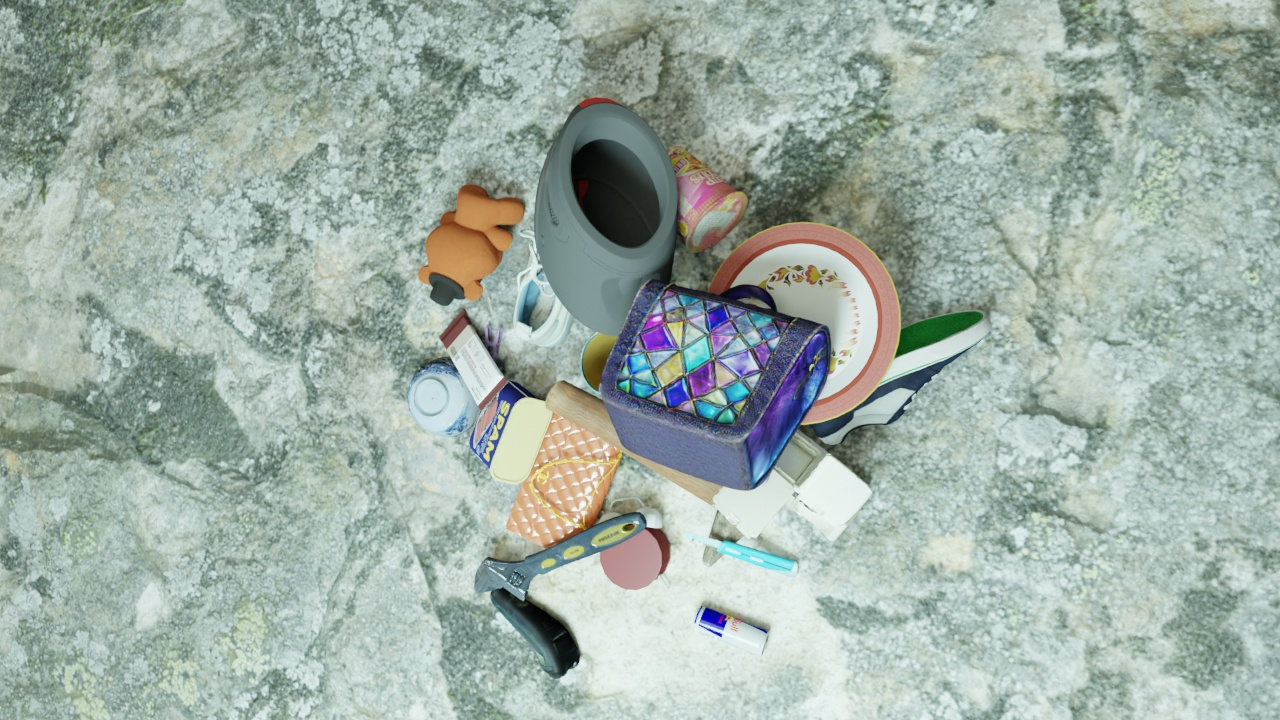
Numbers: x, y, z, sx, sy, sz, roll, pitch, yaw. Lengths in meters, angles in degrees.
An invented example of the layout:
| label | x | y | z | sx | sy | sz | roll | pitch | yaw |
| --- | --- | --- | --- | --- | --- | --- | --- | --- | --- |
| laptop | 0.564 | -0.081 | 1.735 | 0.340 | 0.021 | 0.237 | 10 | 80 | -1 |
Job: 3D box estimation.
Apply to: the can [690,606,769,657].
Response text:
| label | x | y | z | sx | sy | sz | roll | pitch | yaw |
| --- | --- | --- | --- | --- | --- | --- | --- | --- | --- |
| can | 0.111 | 0.336 | 1.141 | 0.095 | 0.032 | 0.032 | 17 | 95 | 18 |

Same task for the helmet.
| label | x | y | z | sx | sy | sz | roll | pitch | yaw |
| --- | --- | --- | --- | --- | --- | --- | --- | --- | --- |
| helmet | -0.045 | -0.157 | 1.090 | 0.164 | 0.170 | 0.264 | -11 | 83 | -22 |

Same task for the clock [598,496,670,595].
| label | x | y | z | sx | sy | sz | roll | pitch | yaw |
| --- | --- | --- | --- | --- | --- | --- | --- | --- | --- |
| clock | -0.008 | 0.238 | 1.176 | 0.087 | 0.044 | 0.124 | -12 | 86 | 18 |

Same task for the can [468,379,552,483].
| label | x | y | z | sx | sy | sz | roll | pitch | yaw |
| --- | --- | --- | --- | --- | --- | --- | --- | --- | --- |
| can | -0.174 | 0.090 | 1.205 | 0.092 | 0.056 | 0.116 | 31 | 101 | 55 |

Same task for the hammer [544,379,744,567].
| label | x | y | z | sx | sy | sz | roll | pitch | yaw |
| --- | --- | --- | --- | --- | --- | --- | --- | --- | --- |
| hammer | 0.012 | 0.119 | 1.139 | 0.301 | 0.037 | 0.158 | 31 | 99 | 3 |

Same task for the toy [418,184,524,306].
| label | x | y | z | sx | sy | sz | roll | pitch | yaw |
| --- | --- | --- | --- | --- | --- | --- | --- | --- | --- |
| toy | -0.233 | -0.156 | 1.231 | 0.112 | 0.096 | 0.175 | 23 | 68 | 17 |

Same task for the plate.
| label | x | y | z | sx | sy | sz | roll | pitch | yaw |
| --- | --- | --- | --- | --- | --- | --- | --- | --- | --- |
| plate | 0.181 | -0.042 | 1.048 | 0.230 | 0.021 | 0.229 | -1 | 89 | 25 |

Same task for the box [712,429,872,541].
| label | x | y | z | sx | sy | sz | roll | pitch | yaw |
| --- | --- | --- | --- | --- | --- | --- | --- | --- | --- |
| box | 0.185 | 0.131 | 1.021 | 0.143 | 0.192 | 0.107 | 37 | 130 | 11 |

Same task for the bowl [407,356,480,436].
| label | x | y | z | sx | sy | sz | roll | pitch | yaw |
| --- | --- | --- | --- | --- | --- | --- | --- | --- | --- |
| bowl | -0.279 | 0.051 | 1.267 | 0.114 | 0.045 | 0.114 | 0 | 89 | 18 |

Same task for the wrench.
| label | x | y | z | sx | sy | sz | roll | pitch | yaw |
| --- | --- | --- | --- | --- | --- | --- | --- | --- | --- |
| wrench | -0.107 | 0.250 | 1.178 | 0.274 | 0.022 | 0.073 | -28 | 103 | 24 |

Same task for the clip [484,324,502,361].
| label | x | y | z | sx | sy | sz | roll | pitch | yaw |
| --- | --- | --- | --- | --- | --- | --- | --- | --- | --- |
| clip | -0.202 | -0.023 | 1.261 | 0.035 | 0.013 | 0.052 | 7 | 94 | 19 |

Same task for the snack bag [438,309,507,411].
| label | x | y | z | sx | sy | sz | roll | pitch | yaw |
| --- | --- | --- | --- | --- | --- | --- | --- | --- | --- |
| snack bag | -0.227 | -0.002 | 1.240 | 0.057 | 0.013 | 0.158 | -48 | 51 | 13 |

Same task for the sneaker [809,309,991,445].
| label | x | y | z | sx | sy | sz | roll | pitch | yaw |
| --- | --- | --- | --- | --- | --- | --- | --- | --- | --- |
| sneaker | 0.302 | 0.022 | 1.065 | 0.236 | 0.084 | 0.079 | -30 | 105 | 13 |

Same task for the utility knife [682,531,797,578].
| label | x | y | z | sx | sy | sz | roll | pitch | yaw |
| --- | --- | --- | --- | --- | --- | --- | --- | --- | --- |
| utility knife | 0.121 | 0.235 | 1.117 | 0.151 | 0.015 | 0.022 | 18 | 105 | -8 |

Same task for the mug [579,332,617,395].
| label | x | y | z | sx | sy | sz | roll | pitch | yaw |
| --- | --- | --- | --- | --- | --- | --- | --- | --- | --- |
| mug | -0.007 | 0.007 | 1.147 | 0.112 | 0.104 | 0.084 | 14 | 93 | 16 |

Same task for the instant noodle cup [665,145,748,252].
| label | x | y | z | sx | sy | sz | roll | pitch | yaw |
| --- | --- | --- | --- | --- | --- | --- | --- | --- | --- |
| instant noodle cup | 0.062 | -0.206 | 1.137 | 0.098 | 0.097 | 0.108 | -45 | 69 | 13 |

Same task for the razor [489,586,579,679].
| label | x | y | z | sx | sy | sz | roll | pitch | yaw |
| --- | --- | --- | --- | --- | --- | --- | --- | --- | --- |
| razor | -0.146 | 0.361 | 1.223 | 0.151 | 0.053 | 0.067 | 36 | 119 | 21 |

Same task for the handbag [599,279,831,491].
| label | x | y | z | sx | sy | sz | roll | pitch | yaw |
| --- | --- | --- | --- | --- | --- | --- | --- | --- | --- |
| handbag | 0.084 | 0.008 | 0.999 | 0.205 | 0.125 | 0.221 | 17 | 61 | 24 |

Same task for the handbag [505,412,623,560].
| label | x | y | z | sx | sy | sz | roll | pitch | yaw |
| --- | --- | --- | --- | --- | --- | --- | --- | --- | --- |
| handbag | -0.096 | 0.162 | 1.201 | 0.109 | 0.060 | 0.172 | 23 | 97 | 13 |

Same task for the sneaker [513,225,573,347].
| label | x | y | z | sx | sy | sz | roll | pitch | yaw |
| --- | --- | --- | --- | --- | --- | --- | --- | --- | --- |
| sneaker | -0.109 | -0.136 | 1.190 | 0.089 | 0.090 | 0.242 | 17 | 94 | 19 |
